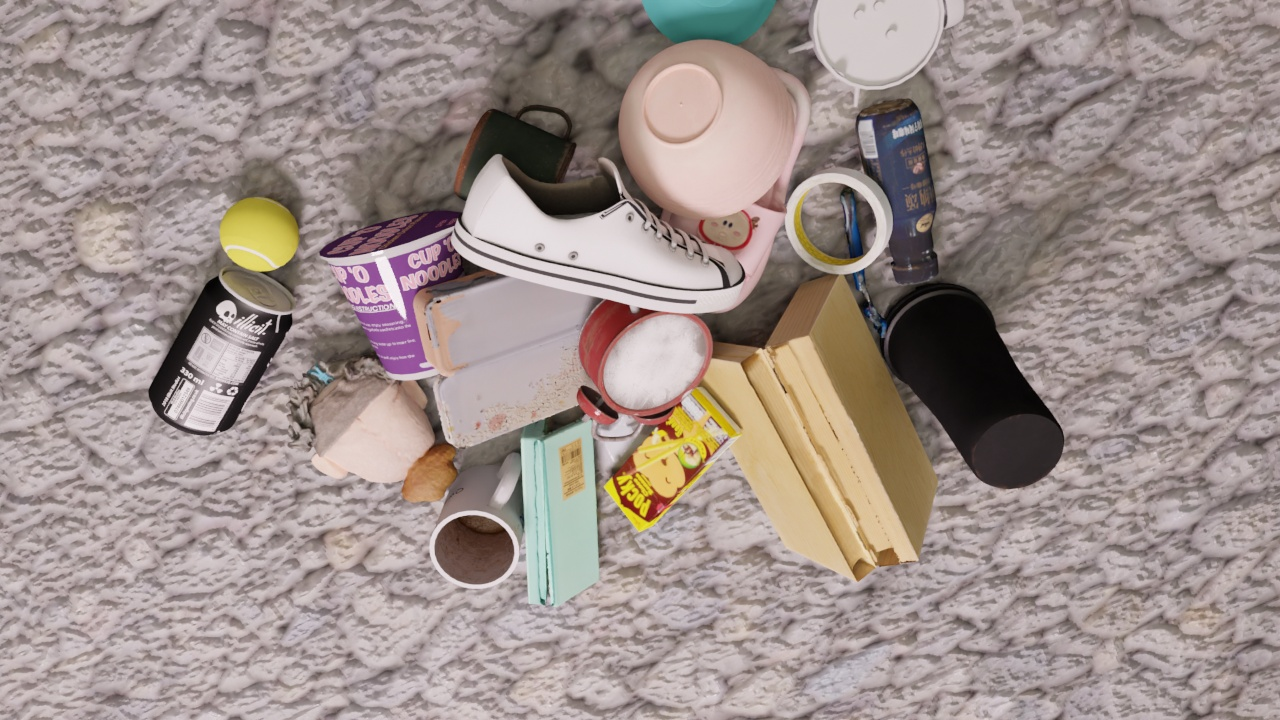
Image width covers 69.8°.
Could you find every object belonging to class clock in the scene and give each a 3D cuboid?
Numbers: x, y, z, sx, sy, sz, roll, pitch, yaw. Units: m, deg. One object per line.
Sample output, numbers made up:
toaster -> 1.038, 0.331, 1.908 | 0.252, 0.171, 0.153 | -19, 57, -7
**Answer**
clock -> 0.204, -0.297, 0.758 | 0.120, 0.061, 0.159 | 35, 107, -12
clock -> -0.005, 0.004, 0.820 | 0.109, 0.062, 0.157 | 2, 122, -31

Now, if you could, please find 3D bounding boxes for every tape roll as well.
tape roll -> 0.175, -0.123, 0.815 | 0.094, 0.019, 0.094 | 18, 125, 27

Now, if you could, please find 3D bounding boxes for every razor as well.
razor -> 0.202, -0.091, 0.848 | 0.018, 0.043, 0.141 | -15, 102, 9

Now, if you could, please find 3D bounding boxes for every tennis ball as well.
tennis ball -> -0.337, -0.112, 0.812 | 0.065, 0.065, 0.065 | 0, 109, -1

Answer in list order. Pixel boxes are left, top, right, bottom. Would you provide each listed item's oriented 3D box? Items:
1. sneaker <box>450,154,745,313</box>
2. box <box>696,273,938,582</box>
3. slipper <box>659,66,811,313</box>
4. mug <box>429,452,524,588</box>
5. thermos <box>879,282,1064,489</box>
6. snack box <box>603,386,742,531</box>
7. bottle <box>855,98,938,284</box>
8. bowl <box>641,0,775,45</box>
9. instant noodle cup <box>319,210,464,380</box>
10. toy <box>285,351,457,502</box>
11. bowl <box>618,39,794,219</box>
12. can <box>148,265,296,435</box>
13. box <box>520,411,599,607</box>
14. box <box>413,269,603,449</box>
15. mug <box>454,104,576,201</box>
sneaker -> -0.019, -0.111, 0.733 | 0.245, 0.091, 0.097 | 12, 119, -21
box -> 0.165, 0.072, 0.856 | 0.185, 0.141, 0.248 | -25, 108, 15
slipper -> 0.082, -0.148, 0.812 | 0.107, 0.055, 0.222 | 18, 108, -5
mug -> -0.146, 0.145, 0.890 | 0.083, 0.096, 0.120 | 26, 107, -10
thermos -> 0.284, 0.019, 0.793 | 0.106, 0.218, 0.106 | -1, 118, -1
snack box -> 0.029, 0.096, 0.882 | 0.061, 0.025, 0.149 | 50, 120, 18
bottle -> 0.231, -0.147, 0.814 | 0.056, 0.056, 0.161 | -15, 110, 4
bowl -> 0.059, -0.318, 0.755 | 0.121, 0.046, 0.121 | 0, 110, -1
instant noodle cup -> -0.194, -0.055, 0.807 | 0.137, 0.121, 0.122 | -9, 113, 11
toy -> -0.247, 0.066, 0.874 | 0.132, 0.076, 0.176 | -43, 104, -3
bowl -> 0.044, -0.196, 0.749 | 0.153, 0.076, 0.153 | -1, 87, 20
can -> -0.382, -0.008, 0.840 | 0.080, 0.080, 0.146 | 33, 106, -12
box -> -0.073, 0.147, 0.902 | 0.080, 0.077, 0.189 | 0, 109, 1
box -> -0.084, -0.019, 0.815 | 0.215, 0.043, 0.151 | -20, 124, -26
mug -> -0.103, -0.176, 0.791 | 0.081, 0.085, 0.111 | 23, 76, -7
